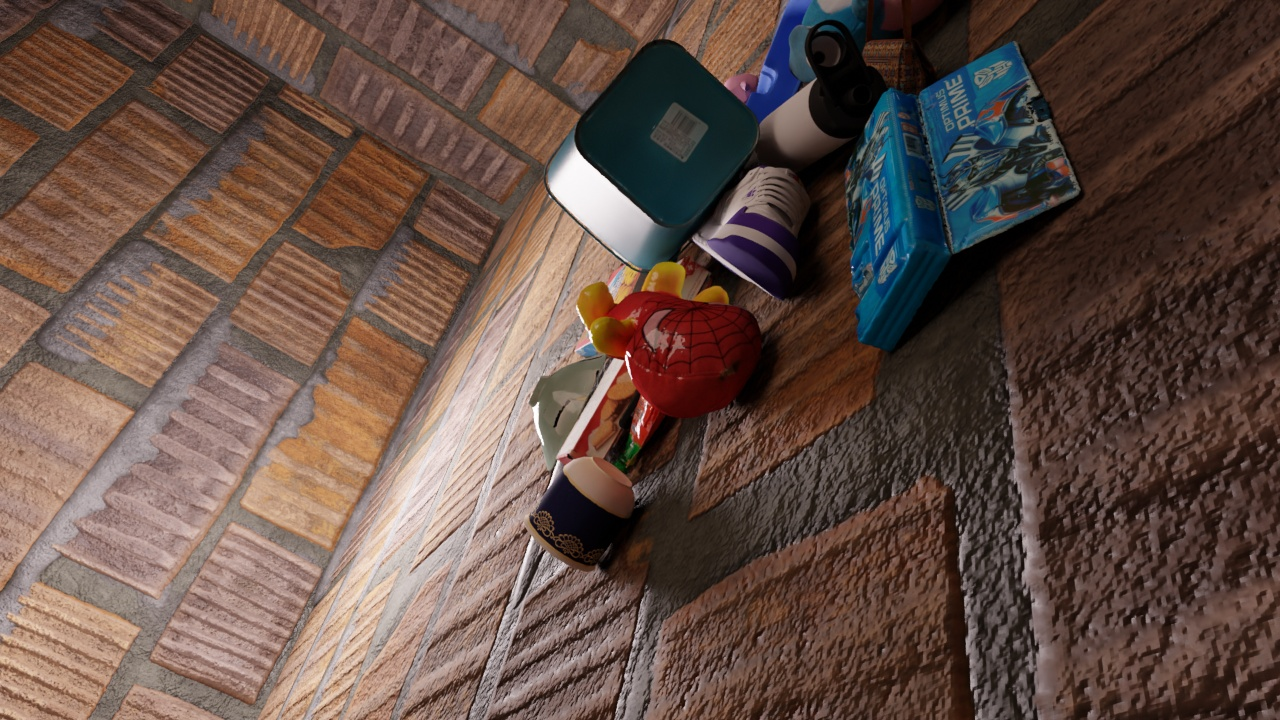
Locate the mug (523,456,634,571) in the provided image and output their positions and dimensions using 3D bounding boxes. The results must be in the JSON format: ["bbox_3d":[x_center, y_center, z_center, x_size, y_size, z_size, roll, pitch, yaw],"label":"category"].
[{"bbox_3d":[-0.049,0.145,0.909,0.089,0.086,0.111,-54,-19,6],"label":"mug"}]

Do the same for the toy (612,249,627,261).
[{"bbox_3d":[0.019,-0.213,1.317,0.180,0.101,0.138,-3,68,50],"label":"toy"}]

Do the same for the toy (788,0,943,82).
[{"bbox_3d":[0.242,-0.361,0.930,0.192,0.099,0.223,-37,5,45],"label":"toy"}]

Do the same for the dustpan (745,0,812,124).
[{"bbox_3d":[0.174,-0.350,1.138,0.257,0.059,0.245,50,-118,-85],"label":"dustpan"}]

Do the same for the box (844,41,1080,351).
[{"bbox_3d":[0.212,-0.140,0.678,0.176,0.060,0.242,-45,21,36],"label":"box"}]

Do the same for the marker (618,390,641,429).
[{"bbox_3d":[0.013,0.024,1.016,0.123,0.018,0.015,-57,18,-13],"label":"marker"}]

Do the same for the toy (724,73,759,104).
[{"bbox_3d":[0.111,-0.341,1.321,0.158,0.067,0.123,-24,39,56],"label":"toy"}]

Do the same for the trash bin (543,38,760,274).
[{"bbox_3d":[0.015,-0.224,1.006,0.196,0.199,0.219,-50,6,-4],"label":"trash bin"}]

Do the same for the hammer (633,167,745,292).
[{"bbox_3d":[0.030,-0.154,1.158,0.312,0.139,0.035,-67,-19,0],"label":"hammer"}]

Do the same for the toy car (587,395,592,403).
[{"bbox_3d":[-0.047,0.062,1.107,0.042,0.036,0.091,-27,35,61],"label":"toy car"}]

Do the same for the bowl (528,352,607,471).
[{"bbox_3d":[-0.108,0.053,1.186,0.174,0.068,0.174,-62,5,9],"label":"bowl"}]

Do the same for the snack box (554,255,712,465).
[{"bbox_3d":[-0.006,0.006,1.062,0.272,0.044,0.077,-60,11,-16],"label":"snack box"}]

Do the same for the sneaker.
[{"bbox_3d":[0.123,-0.134,0.884,0.111,0.092,0.244,-53,12,6],"label":"sneaker"}]

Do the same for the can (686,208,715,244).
[{"bbox_3d":[0.073,-0.220,1.207,0.124,0.066,0.066,-58,16,3],"label":"can"}]

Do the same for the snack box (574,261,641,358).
[{"bbox_3d":[-0.023,-0.077,1.279,0.145,0.040,0.142,-26,37,61],"label":"snack box"}]

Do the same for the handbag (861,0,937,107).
[{"bbox_3d":[0.226,-0.314,0.810,0.093,0.043,0.196,-117,21,-69],"label":"handbag"}]

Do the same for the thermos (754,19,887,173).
[{"bbox_3d":[0.161,-0.245,0.887,0.068,0.101,0.230,-34,6,-5],"label":"thermos"}]

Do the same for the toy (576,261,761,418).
[{"bbox_3d":[0.031,-0.021,0.863,0.147,0.099,0.216,-25,32,-15],"label":"toy"}]

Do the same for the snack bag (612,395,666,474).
[{"bbox_3d":[0.005,0.061,0.965,0.155,0.044,0.087,-62,7,4],"label":"snack bag"}]
